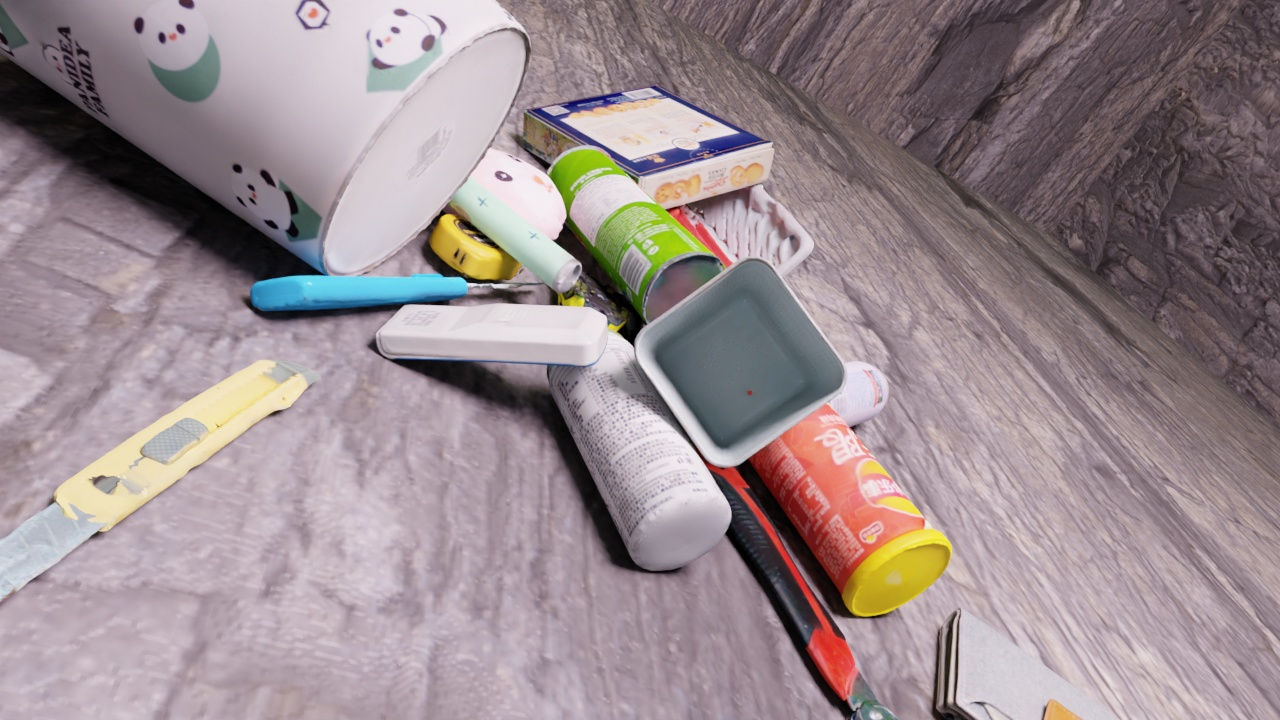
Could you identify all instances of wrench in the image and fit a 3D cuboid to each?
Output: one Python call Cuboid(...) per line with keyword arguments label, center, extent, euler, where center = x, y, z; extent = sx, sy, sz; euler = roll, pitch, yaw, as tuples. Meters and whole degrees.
Cuboid(label="wrench", center=(0.089, 0.142, 0.507), extent=(0.056, 0.016, 0.273), euler=(15, 31, -34))

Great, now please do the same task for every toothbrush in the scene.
Cuboid(label="toothbrush", center=(-0.129, -0.121, 0.646), extent=(0.224, 0.027, 0.026), euler=(39, -15, 17))

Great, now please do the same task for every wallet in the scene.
Cuboid(label="wallet", center=(0.235, 0.210, 0.531), extent=(0.130, 0.037, 0.106), euler=(36, 24, 7))

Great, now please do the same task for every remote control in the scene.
Cuboid(label="remote control", center=(-0.082, -0.016, 0.522), extent=(0.125, 0.024, 0.049), euler=(1, 23, 7))

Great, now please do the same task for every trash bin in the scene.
Cuboid(label="trash bin", center=(-0.217, -0.195, 0.532), extent=(0.252, 0.230, 0.229), euler=(39, 25, -1))

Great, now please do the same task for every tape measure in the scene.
Cuboid(label="tape measure", center=(-0.119, -0.076, 0.640), extent=(0.057, 0.029, 0.060), euler=(40, 18, 18))

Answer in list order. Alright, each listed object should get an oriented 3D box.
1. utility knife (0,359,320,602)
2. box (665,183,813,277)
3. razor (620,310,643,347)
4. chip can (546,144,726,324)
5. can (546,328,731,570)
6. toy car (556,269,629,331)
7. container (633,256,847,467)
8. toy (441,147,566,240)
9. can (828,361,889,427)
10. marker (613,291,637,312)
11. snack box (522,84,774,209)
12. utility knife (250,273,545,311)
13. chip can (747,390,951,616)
Cuboid(label="utility knife", center=(-0.191, 0.040, 0.370), extent=(0.031, 0.021, 0.201), euler=(27, 29, 1))
Cuboid(label="box", center=(0.073, -0.146, 0.908), extent=(0.110, 0.100, 0.201), euler=(26, 23, -39))
Cuboid(label="razor", center=(-0.004, 0.004, 0.642), extent=(0.042, 0.022, 0.142), euler=(-7, 30, 0))
Cuboid(label="chip can", center=(-0.010, -0.099, 0.722), extent=(0.072, 0.072, 0.236), euler=(16, 21, -32))
Cuboid(label="can", center=(-0.005, 0.046, 0.519), extent=(0.058, 0.058, 0.146), euler=(13, 31, -37))
Cuboid(label="toy car", center=(-0.041, -0.044, 0.673), extent=(0.048, 0.032, 0.105), euler=(30, 13, -21))
Cuboid(label="container", center=(0.056, 0.003, 0.543), extent=(0.090, 0.090, 0.111), euler=(55, 2, 4))
Cuboid(label="toy", center=(-0.133, -0.138, 0.715), extent=(0.159, 0.054, 0.121), euler=(19, 27, -10))
Cuboid(label="can", center=(0.152, 0.031, 0.738), extent=(0.053, 0.053, 0.134), euler=(45, 27, 24))
Cuboid(label="marker", center=(0.018, -0.031, 0.740), extent=(0.124, 0.015, 0.018), euler=(25, 24, -11))
Cuboid(label="snack box", center=(0.006, -0.216, 0.918), extent=(0.177, 0.046, 0.182), euler=(-22, 46, -35))
Cuboid(label="utility knife", center=(-0.132, -0.045, 0.574), extent=(0.233, 0.034, 0.018), euler=(-9, 91, -58))
Cuboid(label="chip can", center=(0.109, 0.063, 0.609), extent=(0.073, 0.073, 0.216), euler=(11, 32, -39))
